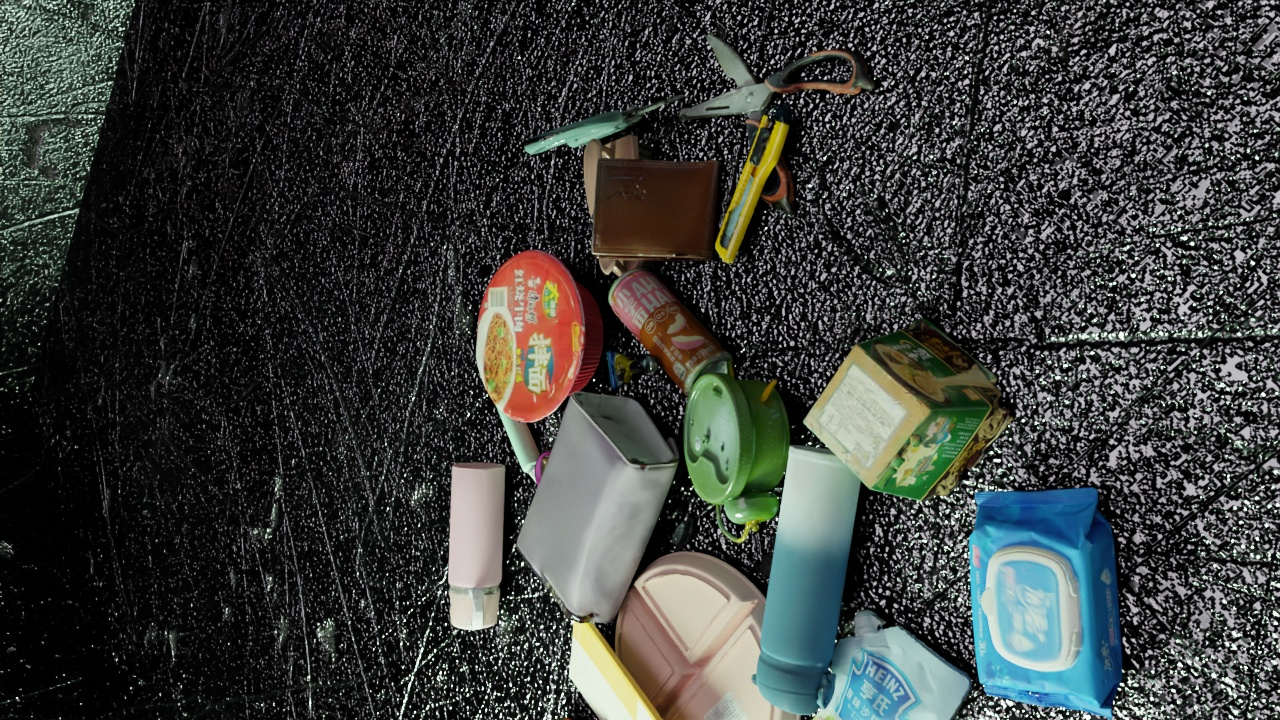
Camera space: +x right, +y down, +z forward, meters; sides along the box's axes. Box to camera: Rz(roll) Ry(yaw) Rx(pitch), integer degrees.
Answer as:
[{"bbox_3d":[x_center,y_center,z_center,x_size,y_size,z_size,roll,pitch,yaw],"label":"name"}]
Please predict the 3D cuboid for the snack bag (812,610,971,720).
[{"bbox_3d":[0.188,0.306,0.760,0.110,0.038,0.191,40,116,51],"label":"snack bag"}]

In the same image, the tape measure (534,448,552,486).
[{"bbox_3d":[-0.094,0.127,1.046,0.057,0.039,0.058,-8,83,45],"label":"tape measure"}]

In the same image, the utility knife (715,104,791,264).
[{"bbox_3d":[0.103,-0.163,0.850,0.033,0.015,0.155,37,114,43],"label":"utility knife"}]

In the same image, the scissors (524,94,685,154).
[{"bbox_3d":[-0.036,-0.246,0.957,0.173,0.178,0.019,-19,99,1],"label":"scissors"}]

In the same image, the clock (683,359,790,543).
[{"bbox_3d":[0.085,0.086,0.833,0.116,0.056,0.161,-150,62,-67],"label":"clock"}]

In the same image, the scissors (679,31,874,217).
[{"bbox_3d":[0.119,-0.242,0.859,0.190,0.015,0.222,-40,62,37],"label":"scissors"}]

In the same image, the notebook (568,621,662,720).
[{"bbox_3d":[-0.014,0.364,0.938,0.206,0.010,0.146,46,145,36],"label":"notebook"}]

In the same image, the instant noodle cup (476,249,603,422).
[{"bbox_3d":[-0.108,-0.027,1.047,0.194,0.065,0.194,-1,88,44],"label":"instant noodle cup"}]

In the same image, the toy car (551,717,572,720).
[{"bbox_3d":[-0.062,0.428,1.010,0.106,0.031,0.049,-3,87,49],"label":"toy car"}]

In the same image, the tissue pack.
[{"bbox_3d":[0.285,0.168,0.654,0.095,0.052,0.157,-5,85,45],"label":"tissue pack"}]

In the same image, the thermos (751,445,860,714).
[{"bbox_3d":[0.143,0.184,0.777,0.070,0.070,0.220,8,90,45],"label":"thermos"}]

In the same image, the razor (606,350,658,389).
[{"bbox_3d":[-0.006,0.006,0.944,0.143,0.022,0.042,170,91,-72],"label":"razor"}]

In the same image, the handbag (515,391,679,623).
[{"bbox_3d":[-0.040,0.150,0.944,0.145,0.098,0.197,50,125,54],"label":"handbag"}]

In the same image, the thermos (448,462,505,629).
[{"bbox_3d":[-0.201,0.227,1.124,0.087,0.067,0.198,177,96,-76],"label":"thermos"}]

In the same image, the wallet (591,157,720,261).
[{"bbox_3d":[0.014,-0.150,0.909,0.124,0.032,0.101,2,87,4],"label":"wallet"}]

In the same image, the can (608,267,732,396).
[{"bbox_3d":[0.028,-0.029,0.914,0.147,0.057,0.058,49,122,34],"label":"can"}]

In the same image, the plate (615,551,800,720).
[{"bbox_3d":[0.054,0.302,0.889,0.230,0.028,0.229,4,96,44],"label":"plate"}]

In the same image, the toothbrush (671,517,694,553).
[{"bbox_3d":[0.013,0.237,0.951,0.014,0.017,0.189,42,118,35],"label":"toothbrush"}]

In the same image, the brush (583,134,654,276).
[{"bbox_3d":[-0.023,-0.158,0.960,0.063,0.073,0.145,-9,84,44],"label":"brush"}]

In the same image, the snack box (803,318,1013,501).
[{"bbox_3d":[0.197,0.039,0.709,0.117,0.105,0.118,48,120,35],"label":"snack box"}]

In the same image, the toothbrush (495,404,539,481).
[{"bbox_3d":[-0.139,0.101,1.101,0.224,0.027,0.027,63,142,26],"label":"toothbrush"}]
